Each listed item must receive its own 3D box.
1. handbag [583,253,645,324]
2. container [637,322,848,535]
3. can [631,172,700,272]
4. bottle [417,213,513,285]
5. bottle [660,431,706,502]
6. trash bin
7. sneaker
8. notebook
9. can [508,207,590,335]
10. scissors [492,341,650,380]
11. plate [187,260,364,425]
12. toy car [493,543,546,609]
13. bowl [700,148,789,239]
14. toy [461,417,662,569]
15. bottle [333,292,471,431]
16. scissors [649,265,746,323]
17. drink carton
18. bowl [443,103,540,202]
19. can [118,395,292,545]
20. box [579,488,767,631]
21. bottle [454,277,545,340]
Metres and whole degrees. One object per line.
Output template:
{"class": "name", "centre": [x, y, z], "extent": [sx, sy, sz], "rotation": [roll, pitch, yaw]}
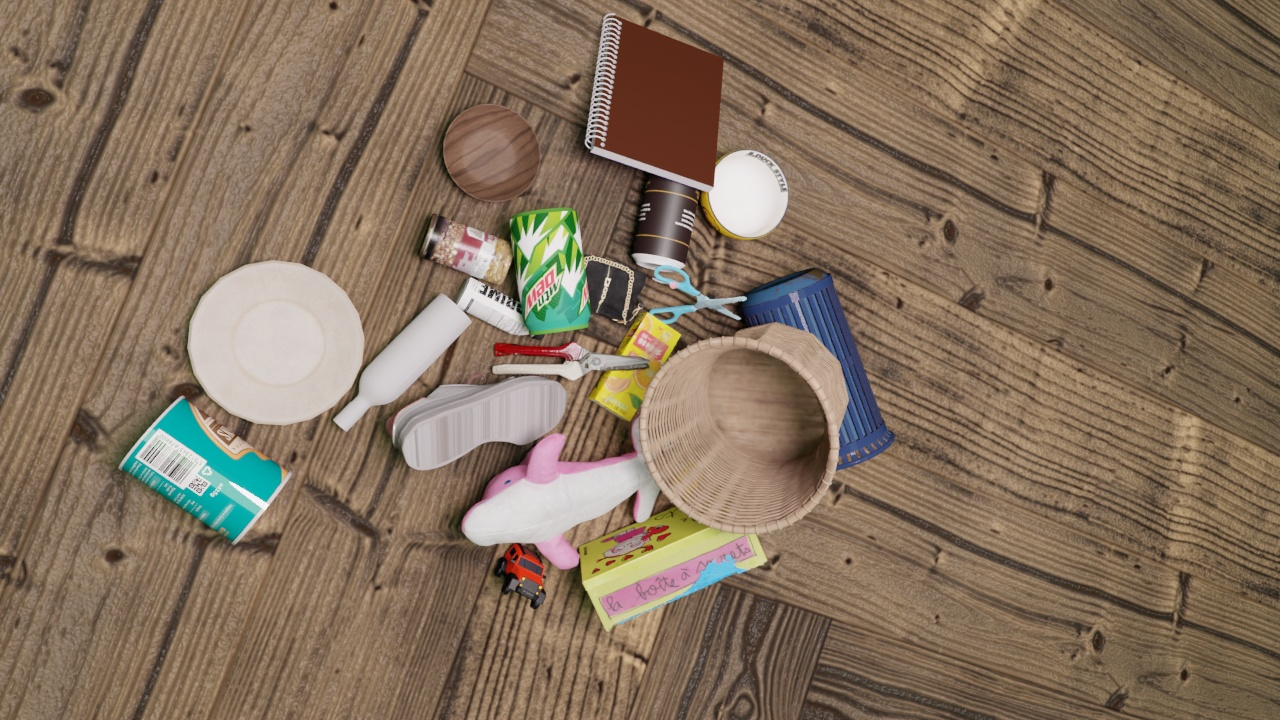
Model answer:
{"class": "handbag", "centre": [-0.053, -0.092, 1.180], "extent": [0.128, 0.054, 0.079], "rotation": [13, 98, -21]}
{"class": "container", "centre": [0.136, 0.064, 1.093], "extent": [0.227, 0.195, 0.227], "rotation": [5, 105, 21]}
{"class": "can", "centre": [0.034, -0.183, 1.188], "extent": [0.072, 0.072, 0.128], "rotation": [12, 87, -18]}
{"class": "bottle", "centre": [-0.211, -0.135, 1.118], "extent": [0.105, 0.056, 0.056], "rotation": [19, 85, -18]}
{"class": "bottle", "centre": [0.068, 0.163, 1.223], "extent": [0.043, 0.043, 0.143], "rotation": [-31, 100, -15]}
{"class": "trash bin", "centre": [0.230, 0.010, 1.225], "extent": [0.139, 0.139, 0.249], "rotation": [-23, 97, -16]}
{"class": "sneaker", "centre": [-0.201, 0.060, 1.116], "extent": [0.235, 0.089, 0.099], "rotation": [-14, 123, -40]}
{"class": "notebook", "centre": [0.021, -0.330, 1.168], "extent": [0.171, 0.022, 0.208], "rotation": [15, 64, -19]}
{"class": "can", "centre": [-0.108, -0.106, 1.104], "extent": [0.083, 0.083, 0.144], "rotation": [-9, 95, -18]}
{"class": "scissors", "centre": [-0.089, -0.005, 1.159], "extent": [0.188, 0.015, 0.140], "rotation": [-30, 90, -3]}
{"class": "plate", "centre": [-0.421, -0.021, 1.067], "extent": [0.188, 0.027, 0.188], "rotation": [0, 92, -18]}
{"class": "toy car", "centre": [-0.144, 0.262, 1.127], "extent": [0.051, 0.100, 0.049], "rotation": [32, 87, -19]}
{"class": "bowl", "centre": [0.131, -0.217, 1.221], "extent": [0.117, 0.068, 0.117], "rotation": [0, 92, -18]}
{"class": "toy", "centre": [-0.100, 0.151, 1.134], "extent": [0.265, 0.128, 0.187], "rotation": [-14, 120, -22]}
{"class": "bottle", "centre": [-0.289, 0.006, 1.098], "extent": [0.052, 0.052, 0.195], "rotation": [45, 78, -14]}
{"class": "scissors", "centre": [0.065, -0.070, 1.197], "extent": [0.139, 0.118, 0.015], "rotation": [29, 42, -13]}
{"class": "drink carton", "centre": [-0.007, 0.007, 1.195], "extent": [0.058, 0.043, 0.134], "rotation": [33, 81, -15]}
{"class": "bowl", "centre": [-0.185, -0.254, 1.135], "extent": [0.119, 0.032, 0.119], "rotation": [0, 92, -18]}
{"class": "can", "centre": [-0.478, 0.122, 1.014], "extent": [0.144, 0.099, 0.099], "rotation": [40, 79, -15]}
{"class": "box", "centre": [0.039, 0.242, 1.151], "extent": [0.221, 0.124, 0.079], "rotation": [-25, 101, 2]}
{"class": "bottle", "centre": [-0.170, -0.060, 1.141], "extent": [0.116, 0.041, 0.041], "rotation": [27, 83, -17]}
